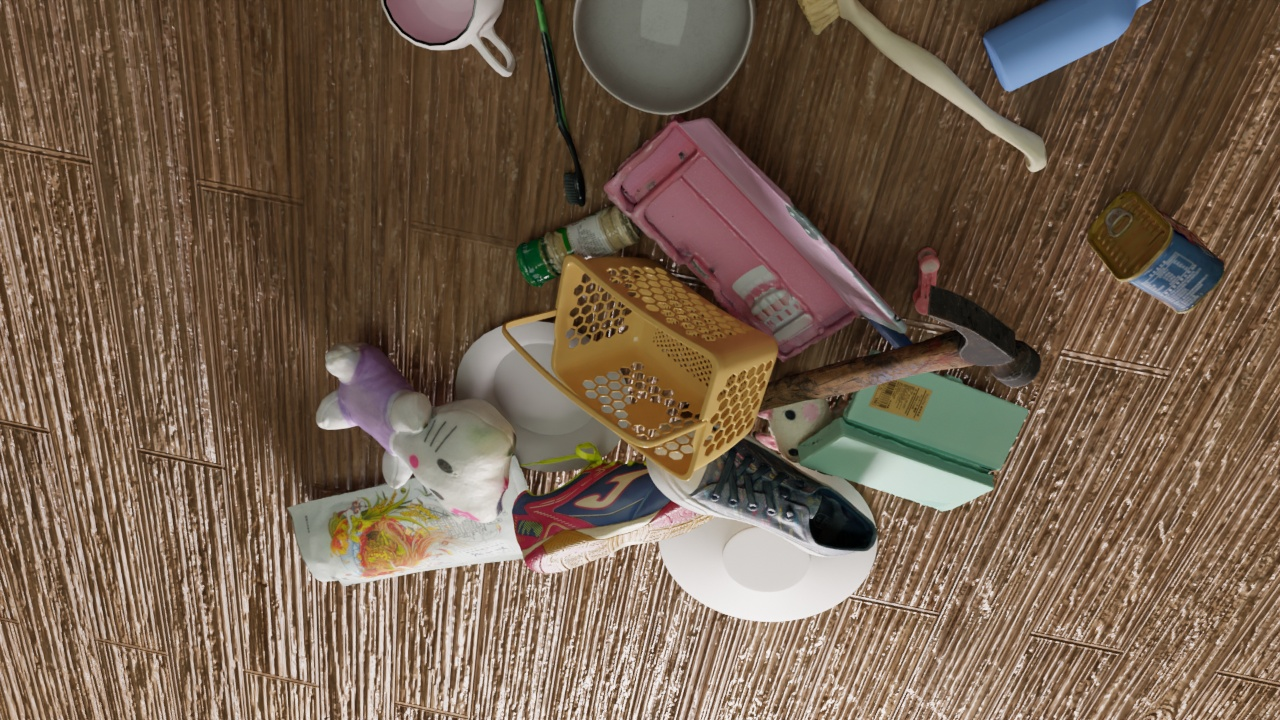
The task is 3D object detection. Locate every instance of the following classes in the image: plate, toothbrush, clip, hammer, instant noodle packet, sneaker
[{"bbox_3d":[0.131,0.199,0.959,0.229,0.030,0.230,4,120,6],"label":"plate"},{"bbox_3d":[-0.070,-0.216,0.758,0.017,0.014,0.188,-1,120,18],"label":"toothbrush"},{"bbox_3d":[0.184,-0.061,0.809,0.190,0.017,0.016,43,120,-16],"label":"toothbrush"},{"bbox_3d":[0.249,-0.072,0.798,0.023,0.041,0.059,2,131,11],"label":"clip"},{"bbox_3d":[0.147,0.015,0.766,0.120,0.033,0.331,29,150,-31],"label":"hammer"},{"bbox_3d":[-0.234,0.184,0.988,0.269,0.057,0.147,-12,125,14],"label":"instant noodle packet"},{"bbox_3d":[0.118,0.116,0.831,0.235,0.087,0.079,27,165,-22],"label":"sneaker"},{"bbox_3d":[-0.094,0.034,0.903,0.173,0.019,0.173,4,120,6],"label":"plate"},{"bbox_3d":[-0.009,0.125,0.896,0.241,0.091,0.116,-18,148,-5],"label":"sneaker"}]

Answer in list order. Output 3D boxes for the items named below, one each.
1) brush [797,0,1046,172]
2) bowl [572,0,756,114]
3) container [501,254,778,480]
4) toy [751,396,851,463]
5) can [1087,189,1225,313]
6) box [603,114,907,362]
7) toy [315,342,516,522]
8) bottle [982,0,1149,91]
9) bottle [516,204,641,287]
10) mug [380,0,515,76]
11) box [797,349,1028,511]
[{"bbox_3d":[0.212,-0.229,0.692,0.272,0.061,0.078,36,135,-17],"label":"brush"},{"bbox_3d":[0.019,-0.259,0.691,0.132,0.064,0.132,4,120,6],"label":"bowl"},{"bbox_3d":[-0.004,0.004,0.755,0.183,0.166,0.129,37,128,33],"label":"container"},{"bbox_3d":[0.154,0.058,0.868,0.112,0.050,0.087,1,120,14],"label":"toy"},{"bbox_3d":[0.402,-0.086,0.717,0.059,0.099,0.054,27,121,-11],"label":"can"},{"bbox_3d":[0.099,-0.103,0.747,0.233,0.075,0.173,43,153,-18],"label":"box"},{"bbox_3d":[-0.210,0.068,0.885,0.209,0.085,0.138,31,130,7],"label":"toy"},{"bbox_3d":[0.321,-0.247,0.664,0.131,0.048,0.048,-24,114,20],"label":"bottle"},{"bbox_3d":[-0.054,-0.102,0.805,0.110,0.042,0.043,-21,115,18],"label":"bottle"},{"bbox_3d":[-0.138,-0.270,0.700,0.090,0.076,0.124,-33,110,23],"label":"mug"},{"bbox_3d":[0.254,0.074,0.840,0.187,0.056,0.138,18,126,-22],"label":"box"}]
